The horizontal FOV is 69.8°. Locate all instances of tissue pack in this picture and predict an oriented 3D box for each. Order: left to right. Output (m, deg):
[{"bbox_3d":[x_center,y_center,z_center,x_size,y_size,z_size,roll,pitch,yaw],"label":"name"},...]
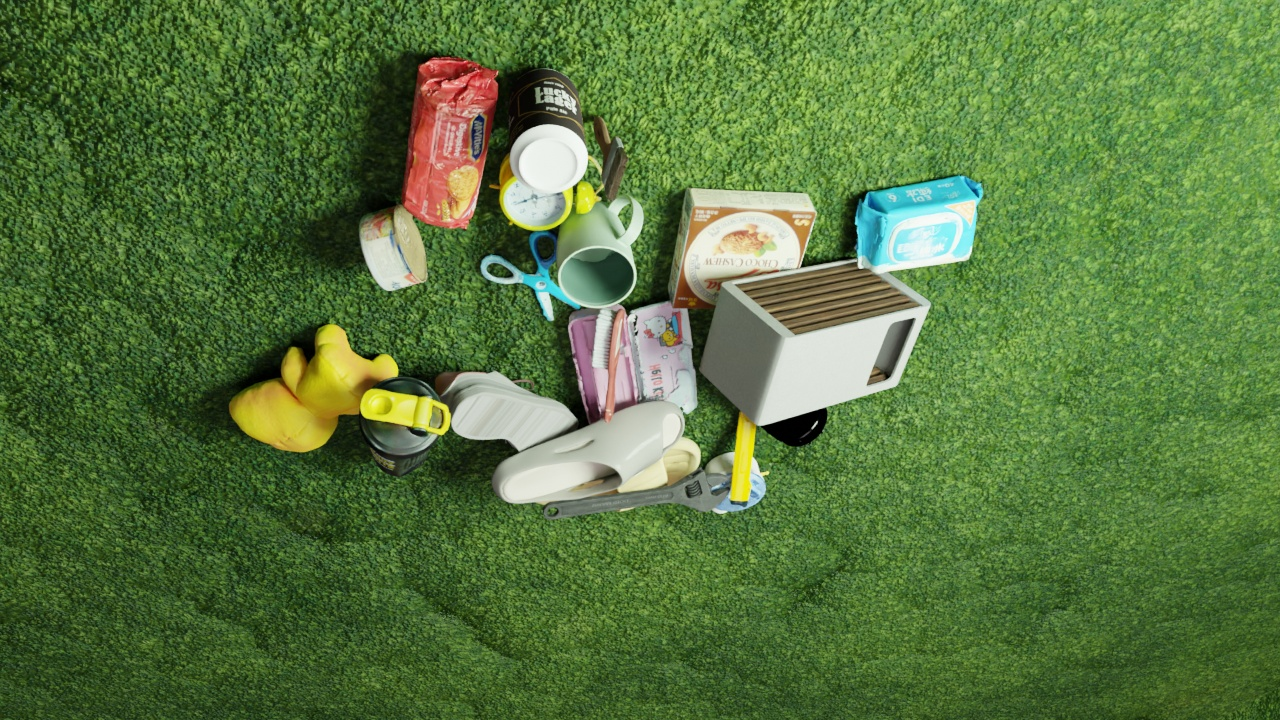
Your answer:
[{"bbox_3d":[0.318,-0.152,1.053,0.144,0.061,0.093,-9,135,0],"label":"tissue pack"}]

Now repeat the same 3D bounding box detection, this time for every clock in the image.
[{"bbox_3d":[-0.096,-0.185,0.959,0.119,0.057,0.083,-15,132,14],"label":"clock"},{"bbox_3d":[0.125,0.186,1.355,0.126,0.051,0.089,-32,131,20],"label":"clock"}]

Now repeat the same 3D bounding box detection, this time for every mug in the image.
[{"bbox_3d":[-0.040,-0.130,0.989,0.084,0.103,0.111,31,123,-32],"label":"mug"}]

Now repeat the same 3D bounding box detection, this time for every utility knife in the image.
[{"bbox_3d":[0.146,0.131,1.286,0.030,0.017,0.159,1,108,-13],"label":"utility knife"}]

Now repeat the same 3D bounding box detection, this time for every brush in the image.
[{"bbox_3d":[-0.043,0.008,1.120,0.030,0.040,0.173,12,130,7],"label":"brush"},{"bbox_3d":[-0.033,-0.206,0.890,0.008,0.143,0.045,9,123,-19],"label":"brush"}]

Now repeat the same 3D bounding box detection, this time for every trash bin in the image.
[{"bbox_3d":[0.200,-0.027,1.053,0.228,0.114,0.115,-13,131,-32],"label":"trash bin"}]

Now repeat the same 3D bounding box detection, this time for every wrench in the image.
[{"bbox_3d":[-0.001,0.191,1.262,0.272,0.018,0.073,-5,118,-19],"label":"wrench"}]

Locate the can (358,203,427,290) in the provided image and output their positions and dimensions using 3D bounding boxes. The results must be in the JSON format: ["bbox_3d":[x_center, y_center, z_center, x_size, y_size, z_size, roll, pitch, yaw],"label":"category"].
[{"bbox_3d":[-0.262,-0.120,0.977,0.043,0.086,0.086,-15,134,5],"label":"can"}]

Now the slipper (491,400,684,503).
[{"bbox_3d":[-0.059,0.140,1.192,0.265,0.080,0.113,-18,136,-8],"label":"slipper"}]

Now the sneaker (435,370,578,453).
[{"bbox_3d":[-0.173,0.060,1.179,0.099,0.089,0.236,-47,147,9],"label":"sneaker"}]

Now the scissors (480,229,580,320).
[{"bbox_3d":[-0.111,-0.100,1.072,0.140,0.013,0.118,34,119,-31],"label":"scissors"}]

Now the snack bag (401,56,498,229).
[{"bbox_3d":[-0.192,-0.213,0.906,0.082,0.082,0.177,7,131,-16],"label":"snack bag"}]

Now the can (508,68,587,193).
[{"bbox_3d":[-0.090,-0.221,0.876,0.072,0.128,0.072,-5,134,-5],"label":"can"}]

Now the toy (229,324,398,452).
[{"bbox_3d":[-0.395,0.051,1.123,0.194,0.087,0.134,-31,134,19],"label":"toy"}]

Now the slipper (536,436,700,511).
[{"bbox_3d":[-0.040,0.177,1.306,0.261,0.079,0.111,-8,138,-1],"label":"slipper"}]

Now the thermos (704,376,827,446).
[{"bbox_3d":[0.173,0.044,1.202,0.086,0.086,0.198,-33,130,21],"label":"thermos"}]

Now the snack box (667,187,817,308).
[{"bbox_3d":[0.113,-0.125,1.061,0.143,0.041,0.147,1,133,-11],"label":"snack box"}]

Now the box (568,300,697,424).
[{"bbox_3d":[-0.007,0.007,1.176,0.152,0.037,0.201,-10,134,-2],"label":"box"}]

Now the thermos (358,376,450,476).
[{"bbox_3d":[-0.289,0.087,1.115,0.098,0.098,0.221,5,160,-13],"label":"thermos"}]
